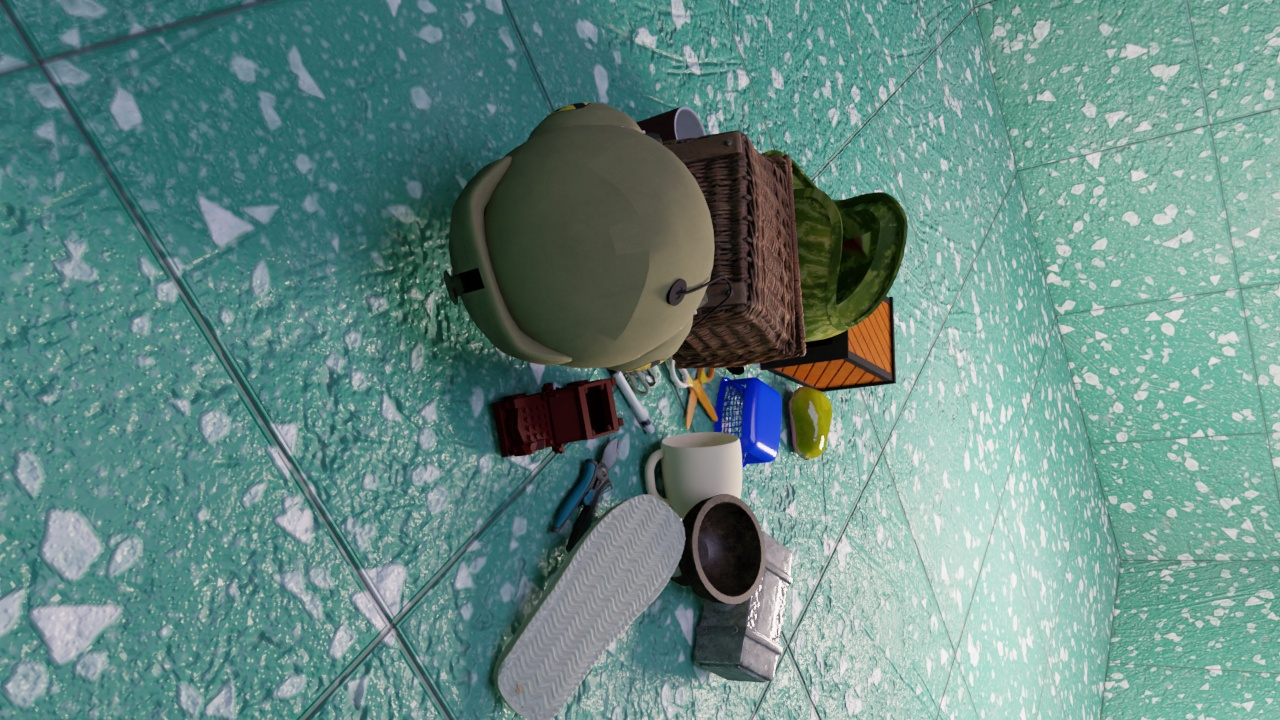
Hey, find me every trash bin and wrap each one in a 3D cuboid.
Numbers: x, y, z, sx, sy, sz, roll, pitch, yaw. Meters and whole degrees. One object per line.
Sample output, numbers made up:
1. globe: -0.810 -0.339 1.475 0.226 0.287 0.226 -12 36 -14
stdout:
1. trash bin: 0.288 -0.043 1.401 0.171 0.140 0.139 20 67 -50

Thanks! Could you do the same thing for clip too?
1. clip: -0.007 0.007 1.095 0.076 0.023 0.044 60 43 -23

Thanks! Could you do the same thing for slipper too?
1. slipper: -0.051 0.249 0.940 0.115 0.052 0.262 50 59 -12

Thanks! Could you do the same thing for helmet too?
1. helmet: 0.198 -0.143 1.220 0.212 0.247 0.244 -10 119 -44
2. helmet: -0.061 -0.100 0.830 0.232 0.256 0.250 -28 104 -55

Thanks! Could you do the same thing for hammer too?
1. hammer: 0.058 0.252 1.096 0.326 0.080 0.176 38 54 -36

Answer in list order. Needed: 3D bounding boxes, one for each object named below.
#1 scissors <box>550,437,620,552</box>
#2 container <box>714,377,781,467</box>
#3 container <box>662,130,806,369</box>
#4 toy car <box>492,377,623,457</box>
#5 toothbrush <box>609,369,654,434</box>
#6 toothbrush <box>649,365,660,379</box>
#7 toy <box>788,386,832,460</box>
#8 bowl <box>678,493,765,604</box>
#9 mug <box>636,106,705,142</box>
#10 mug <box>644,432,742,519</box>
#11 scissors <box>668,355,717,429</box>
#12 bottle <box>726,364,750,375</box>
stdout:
1. scissors: -0.059 0.140 1.000 0.145 0.019 0.133 8 77 -52
2. container: 0.152 0.083 1.261 0.096 0.058 0.114 31 59 -46
3. container: 0.082 -0.127 1.030 0.183 0.162 0.249 21 65 -69
4. toy car: -0.074 0.056 0.960 0.169 0.062 0.070 -12 92 -54
5. toothbrush: -0.027 0.015 1.070 0.012 0.017 0.187 -40 118 -20
6. toothbrush: -0.012 -0.037 1.103 0.022 0.015 0.155 -39 118 -16
7. toy: 0.260 0.097 1.410 0.090 0.051 0.109 22 68 -47
8. bowl: 0.081 0.215 1.041 0.121 0.056 0.121 15 67 -40
9. mug: 0.022 -0.263 1.138 0.105 0.083 0.073 -48 121 -46
10. mug: 0.064 0.146 1.109 0.120 0.096 0.100 -5 97 -16
11. scissors: 0.070 0.032 1.202 0.131 0.011 0.125 41 50 -39
12. bottle: 0.158 -0.035 1.307 0.043 0.043 0.143 59 42 -27
